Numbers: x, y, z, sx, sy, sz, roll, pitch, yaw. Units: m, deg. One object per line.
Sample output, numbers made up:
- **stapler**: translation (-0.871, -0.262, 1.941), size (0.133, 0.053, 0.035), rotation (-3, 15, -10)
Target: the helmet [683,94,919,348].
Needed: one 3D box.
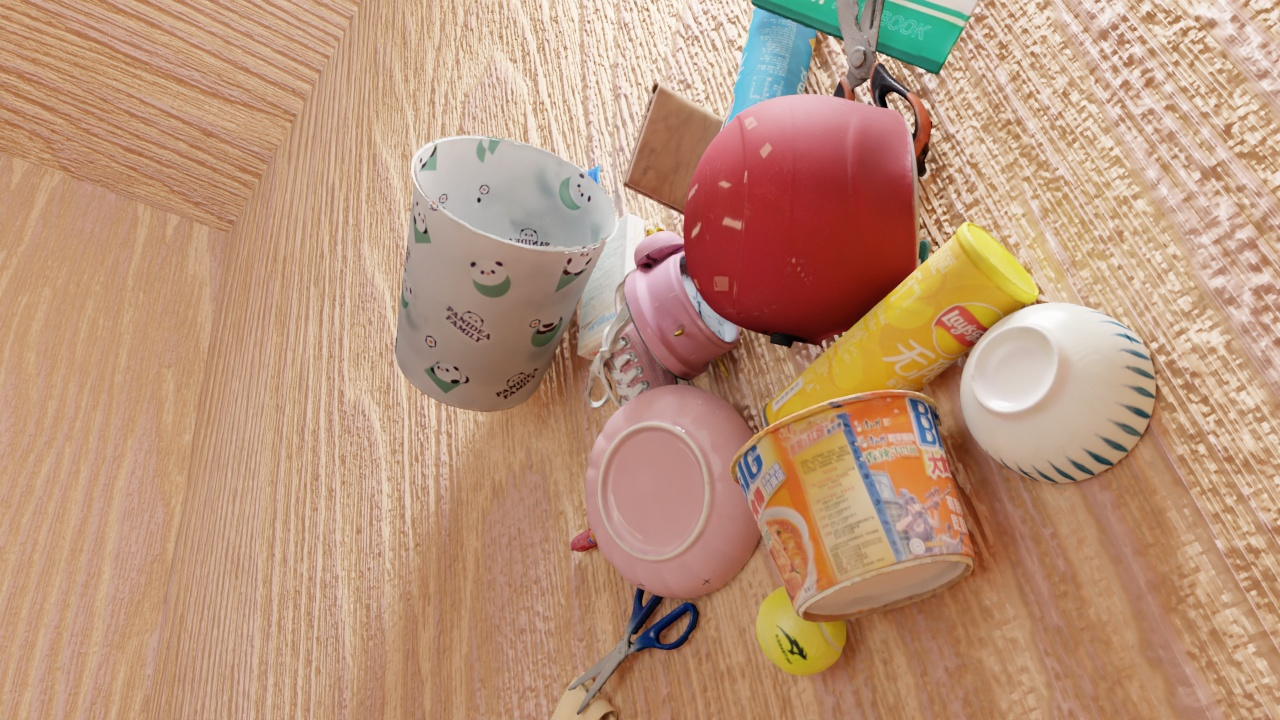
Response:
- **helmet**: translation (0.106, -0.118, 0.762), size (0.241, 0.143, 0.206), rotation (-20, 65, 58)

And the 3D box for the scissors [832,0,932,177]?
- **scissors**: translation (0.194, -0.239, 0.793), size (0.189, 0.015, 0.224), rotation (-54, 51, 36)

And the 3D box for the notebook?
- **notebook**: translation (0.212, -0.355, 0.810), size (0.209, 0.012, 0.150), rotation (35, 104, 32)

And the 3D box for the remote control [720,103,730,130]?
- **remote control**: translation (0.095, -0.212, 0.955), size (0.056, 0.020, 0.136), rotation (16, 87, 56)

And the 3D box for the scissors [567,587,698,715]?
- **scissors**: translation (-0.006, 0.266, 0.844), size (0.144, 0.012, 0.170), rotation (8, 74, 51)

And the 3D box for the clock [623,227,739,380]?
- **clock**: translation (0.039, -0.060, 0.873), size (0.060, 0.117, 0.158), rotation (-31, 50, 24)

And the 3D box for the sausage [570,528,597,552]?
- **sausage**: translation (-0.024, 0.166, 0.927), size (0.156, 0.020, 0.020), rotation (-35, 47, 40)

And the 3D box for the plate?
- **plate**: translation (0.020, 0.116, 0.818), size (0.193, 0.039, 0.192), rotation (-5, 81, 36)

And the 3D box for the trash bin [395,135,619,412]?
- **trash bin**: translation (-0.171, -0.092, 1.058), size (0.229, 0.229, 0.253), rotation (-113, 36, -45)

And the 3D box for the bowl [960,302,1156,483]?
- **bowl**: translation (0.253, 0.015, 0.582), size (0.117, 0.066, 0.116), rotation (-29, 52, 43)

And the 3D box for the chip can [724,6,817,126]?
- **chip can**: translation (0.131, -0.287, 0.899), size (0.071, 0.071, 0.210), rotation (0, 73, 54)

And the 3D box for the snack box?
- **snack box**: translation (-0.034, -0.085, 1.061), size (0.085, 0.026, 0.156), rotation (-25, 54, 45)

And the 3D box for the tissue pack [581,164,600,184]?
- **tissue pack**: translation (-0.095, -0.174, 1.168), size (0.158, 0.052, 0.094), rotation (-31, 52, 42)

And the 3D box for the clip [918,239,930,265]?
- **clip**: translation (0.219, -0.064, 0.708), size (0.013, 0.037, 0.055), rotation (30, 106, 58)

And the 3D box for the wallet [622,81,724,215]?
- **wallet**: translation (0.039, -0.218, 0.965), size (0.020, 0.101, 0.115), rotation (11, 84, 59)

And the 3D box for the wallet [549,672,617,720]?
- **wallet**: translation (-0.050, 0.358, 0.862), size (0.087, 0.024, 0.115), rotation (-62, 33, 7)

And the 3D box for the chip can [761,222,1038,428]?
- **chip can**: translation (0.185, -0.004, 0.680), size (0.214, 0.072, 0.072), rotation (-46, 41, 30)

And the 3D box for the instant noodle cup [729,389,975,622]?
- **instant noodle cup**: translation (0.148, 0.104, 0.621), size (0.152, 0.151, 0.111), rotation (-39, 53, 37)

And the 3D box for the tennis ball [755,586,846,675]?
- **tennis ball**: translation (0.118, 0.197, 0.675), size (0.066, 0.065, 0.065), rotation (-29, 51, 44)

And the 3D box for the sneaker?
- **sneaker**: translation (-0.005, 0.005, 0.920), size (0.119, 0.087, 0.240), rotation (-35, 50, 40)
